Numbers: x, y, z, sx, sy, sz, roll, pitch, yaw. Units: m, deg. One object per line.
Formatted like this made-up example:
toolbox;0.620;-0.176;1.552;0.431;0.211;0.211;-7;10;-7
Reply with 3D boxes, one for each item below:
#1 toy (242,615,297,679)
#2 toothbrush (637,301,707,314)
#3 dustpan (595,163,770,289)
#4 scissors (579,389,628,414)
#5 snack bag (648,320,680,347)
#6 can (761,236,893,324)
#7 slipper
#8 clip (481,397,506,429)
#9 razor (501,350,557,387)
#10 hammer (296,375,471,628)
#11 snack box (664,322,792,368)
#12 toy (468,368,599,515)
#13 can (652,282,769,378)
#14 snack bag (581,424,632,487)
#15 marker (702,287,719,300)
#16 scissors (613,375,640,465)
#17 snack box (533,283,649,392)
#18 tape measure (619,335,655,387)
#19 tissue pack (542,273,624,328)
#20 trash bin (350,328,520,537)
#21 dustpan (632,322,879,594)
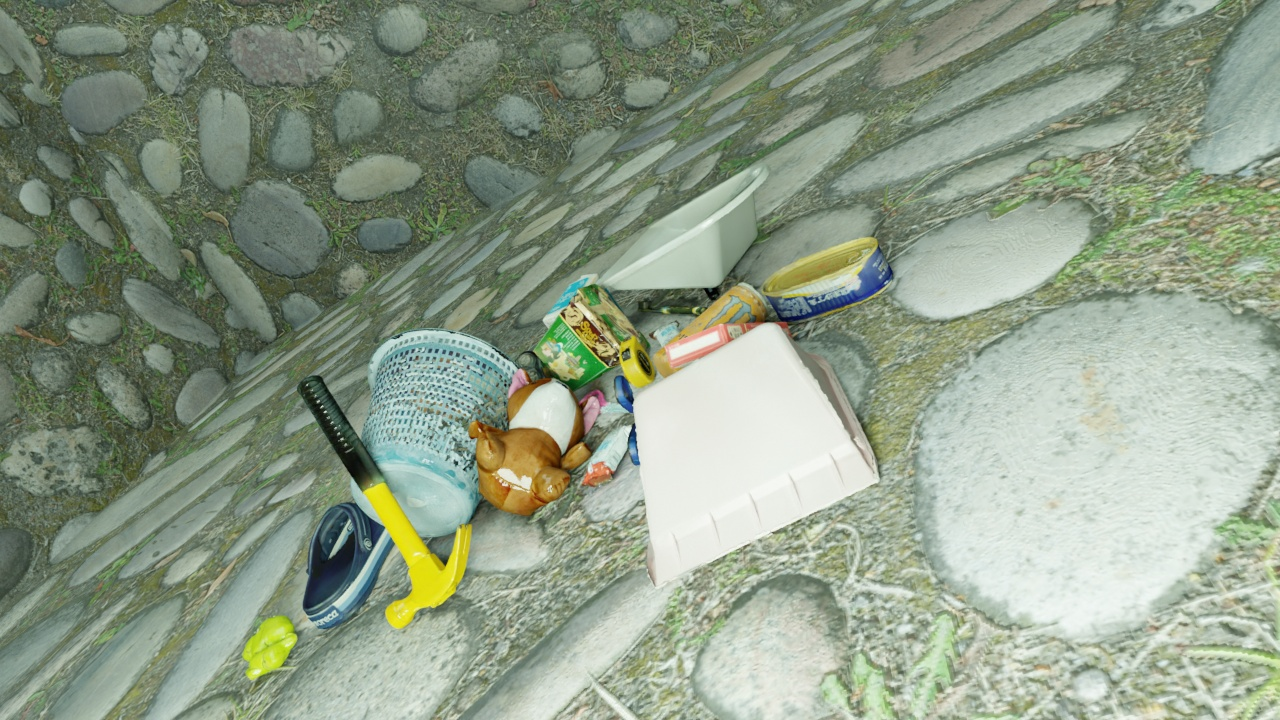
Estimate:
toy;-0.456;0.351;1.133;0.097;0.031;0.100;-30;26;13
toothbrush;0.044;-0.076;1.324;0.012;0.017;0.186;-3;5;-29
dustpan;0.068;-0.205;1.334;0.258;0.143;0.222;7;37;28
scissors;-0.040;0.060;1.162;0.134;0.017;0.054;2;49;52
snack bag;0.041;-0.027;1.209;0.048;0.026;0.104;-29;20;-2
can;0.213;-0.090;1.052;0.148;0.049;0.074;-19;26;36
slipper;-0.381;0.235;1.188;0.105;0.095;0.252;-25;26;17
clip;-0.187;0.074;1.327;0.102;0.035;0.094;-18;21;19
razor;-0.143;0.016;1.295;0.062;0.067;0.167;9;6;10
hammer;-0.297;0.142;1.027;0.129;0.300;0.033;-38;-14;5
snack box;0.098;-0.018;0.994;0.075;0.025;0.152;-22;-9;34
toy;-0.122;0.083;1.083;0.131;0.140;0.199;-60;2;32
can;0.085;-0.028;1.098;0.145;0.058;0.058;-41;21;-15
snack bag;-0.033;0.103;1.037;0.045;0.026;0.105;-30;18;38
marker;0.096;-0.112;1.326;0.018;0.015;0.124;-31;23;7
scissors;-0.006;0.054;0.969;0.012;0.155;0.166;-14;34;7
snack box;-0.073;-0.024;1.244;0.106;0.118;0.117;-41;-3;19
tape measure;-0.007;0.007;1.162;0.029;0.060;0.057;-26;28;20
tissue pack;-0.082;-0.063;1.384;0.063;0.090;0.139;-21;24;33
trash bin;-0.264;0.105;1.161;0.227;0.226;0.194;-23;36;29
dustpan;0.110;0.084;0.890;0.223;0.139;0.273;-27;50;17
